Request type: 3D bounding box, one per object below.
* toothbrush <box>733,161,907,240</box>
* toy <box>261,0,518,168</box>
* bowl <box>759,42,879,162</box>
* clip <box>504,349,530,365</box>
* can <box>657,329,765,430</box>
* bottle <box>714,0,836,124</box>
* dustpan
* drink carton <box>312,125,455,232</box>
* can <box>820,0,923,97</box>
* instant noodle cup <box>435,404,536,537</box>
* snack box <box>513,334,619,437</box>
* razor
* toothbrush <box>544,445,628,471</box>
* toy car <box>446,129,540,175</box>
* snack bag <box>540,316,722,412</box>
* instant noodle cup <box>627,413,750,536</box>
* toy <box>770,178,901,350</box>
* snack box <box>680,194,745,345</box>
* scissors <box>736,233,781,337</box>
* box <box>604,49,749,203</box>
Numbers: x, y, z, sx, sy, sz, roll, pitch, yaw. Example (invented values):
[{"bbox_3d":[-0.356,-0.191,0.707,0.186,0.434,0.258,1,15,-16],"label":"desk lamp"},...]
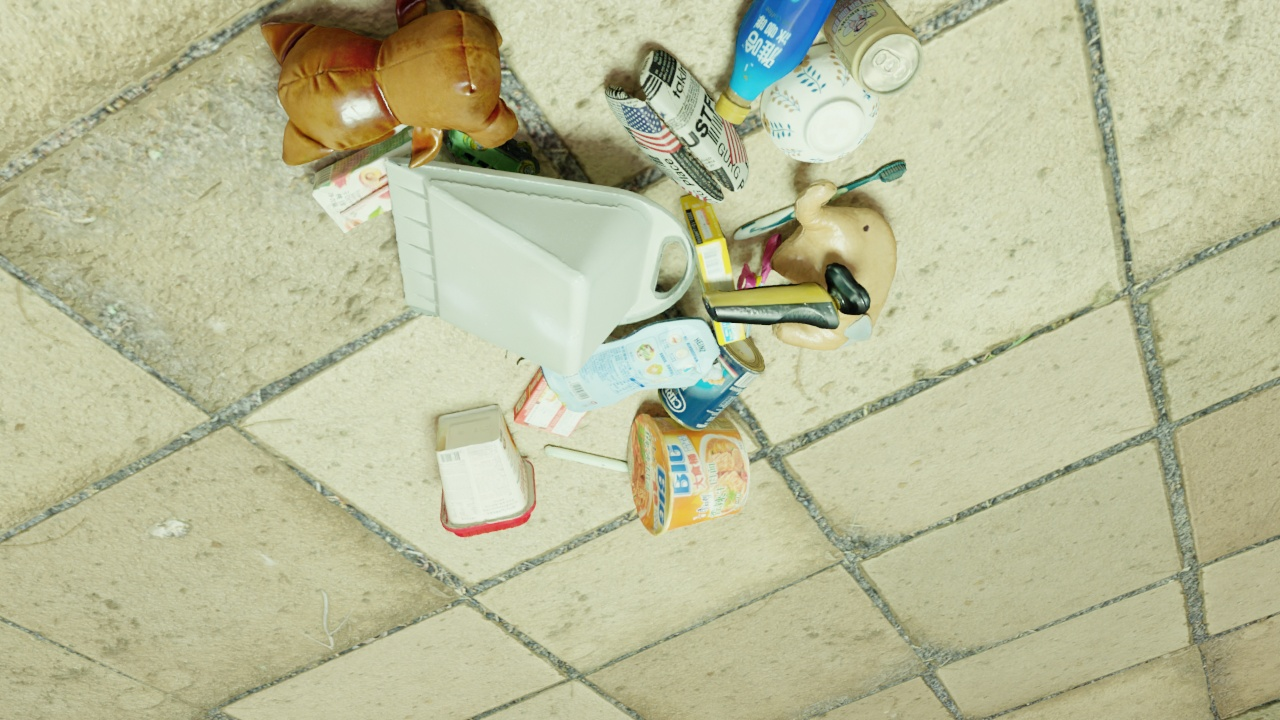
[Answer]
[{"bbox_3d":[0.187,-0.164,0.958,0.192,0.018,0.016,-22,134,9],"label":"toothbrush"},{"bbox_3d":[-0.209,-0.229,0.760,0.199,0.140,0.130,-10,175,-1],"label":"toy"},{"bbox_3d":[0.175,-0.232,0.862,0.113,0.062,0.114,-7,133,-7],"label":"bowl"},{"bbox_3d":[-0.113,-0.040,1.007,0.071,0.034,0.100,29,113,-32],"label":"clip"},{"bbox_3d":[0.083,0.019,1.070,0.075,0.075,0.111,25,123,-31],"label":"can"},{"bbox_3d":[0.130,-0.301,0.784,0.065,0.065,0.219,15,128,-24],"label":"bottle"},{"bbox_3d":[-0.090,-0.102,0.892,0.258,0.142,0.223,30,148,11],"label":"dustpan"},{"bbox_3d":[-0.236,-0.170,0.846,0.122,0.045,0.053,-23,132,10],"label":"drink carton"},{"bbox_3d":[0.195,-0.277,0.785,0.058,0.116,0.059,-6,134,-6],"label":"can"},{"bbox_3d":[-0.191,0.129,1.099,0.116,0.116,0.124,-11,123,-2],"label":"instant noodle cup"},{"bbox_3d":[-0.084,0.026,1.076,0.075,0.025,0.153,18,126,-25],"label":"snack box"},{"bbox_3d":[0.144,-0.062,0.915,0.167,0.062,0.067,-4,94,-11],"label":"razor"},{"bbox_3d":[-0.038,0.138,1.197,0.189,0.029,0.020,17,85,-24],"label":"toothbrush"},{"bbox_3d":[-0.135,-0.193,0.847,0.091,0.043,0.036,22,122,-27],"label":"toy car"},{"bbox_3d":[-0.006,0.006,1.006,0.191,0.038,0.110,-16,130,17],"label":"snack bag"},{"bbox_3d":[0.060,0.135,1.134,0.111,0.151,0.152,-4,134,-19],"label":"instant noodle cup"},{"bbox_3d":[0.207,-0.107,0.974,0.143,0.082,0.226,-20,133,-12],"label":"toy"},{"bbox_3d":[0.076,-0.094,0.953,0.034,0.086,0.140,-14,134,2],"label":"snack box"},{"bbox_3d":[0.134,-0.085,1.006,0.113,0.017,0.134,-58,155,-9],"label":"scissors"},{"bbox_3d":[0.031,-0.208,0.863,0.088,0.076,0.163,-15,142,34],"label":"box"}]
